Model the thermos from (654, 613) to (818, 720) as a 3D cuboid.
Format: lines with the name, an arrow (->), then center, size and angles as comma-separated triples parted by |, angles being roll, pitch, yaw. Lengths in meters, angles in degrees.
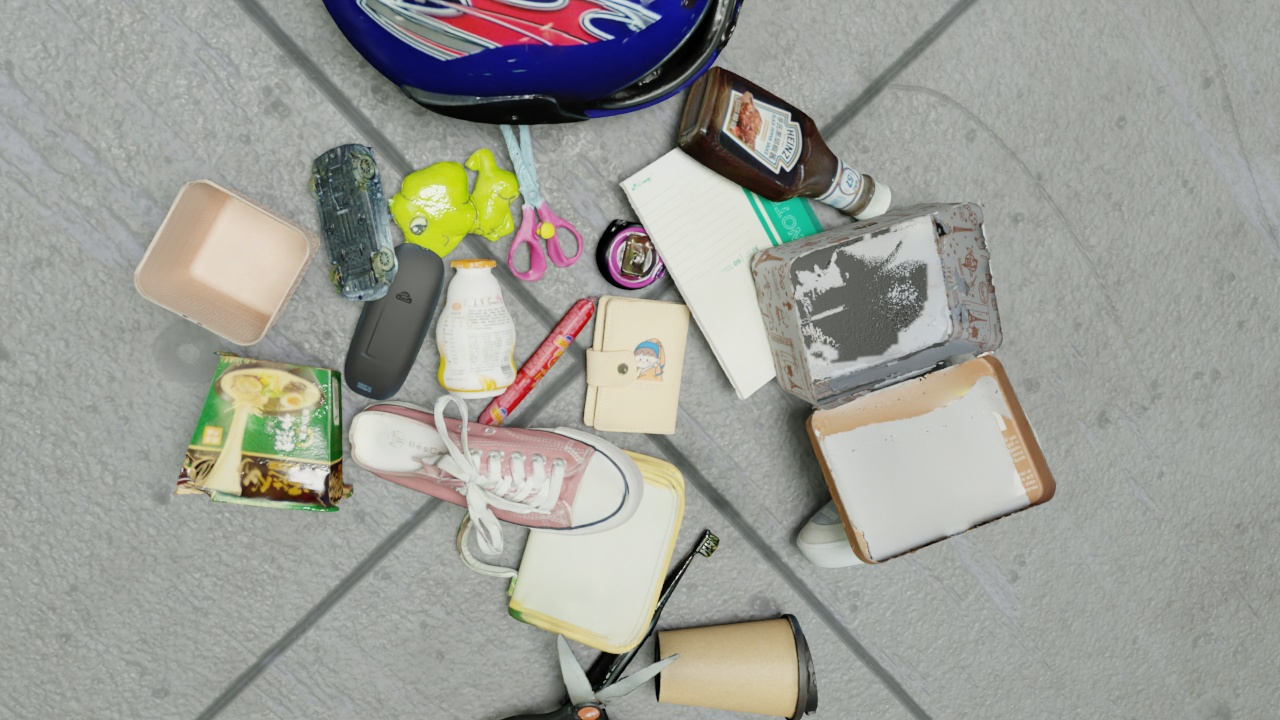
thermos -> 0.086, 0.275, 0.821 | 0.143, 0.093, 0.093 | 1, 99, -4

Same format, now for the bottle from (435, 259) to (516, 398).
bottle -> -0.132, -0.026, 0.732 | 0.063, 0.063, 0.108 | -2, 101, -12

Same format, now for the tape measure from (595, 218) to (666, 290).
tape measure -> -0.007, -0.087, 0.759 | 0.057, 0.039, 0.058 | 10, 97, -14

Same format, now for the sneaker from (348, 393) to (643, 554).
sneaker -> -0.118, 0.087, 0.714 | 0.241, 0.087, 0.118 | 14, 97, 2

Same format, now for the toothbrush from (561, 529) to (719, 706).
toothbrush -> 0.001, 0.239, 0.826 | 0.027, 0.026, 0.212 | 38, 90, -3

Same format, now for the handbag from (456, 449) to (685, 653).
handbag -> -0.062, 0.147, 0.787 | 0.179, 0.063, 0.163 | 17, 96, 1

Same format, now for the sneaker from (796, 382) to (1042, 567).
sneaker -> 0.240, 0.095, 0.818 | 0.242, 0.089, 0.091 | -29, 102, -6

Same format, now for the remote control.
remote control -> -0.196, -0.027, 0.727 | 0.053, 0.024, 0.136 | 22, 106, -13

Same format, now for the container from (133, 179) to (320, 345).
container -> -0.290, -0.074, 0.666 | 0.090, 0.111, 0.090 | 29, 93, -15

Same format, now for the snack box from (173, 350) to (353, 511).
snack box -> -0.275, 0.052, 0.697 | 0.117, 0.118, 0.105 | 9, 88, -13

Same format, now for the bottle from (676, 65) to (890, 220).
bottle -> 0.124, -0.167, 0.759 | 0.194, 0.044, 0.079 | 22, 73, -24

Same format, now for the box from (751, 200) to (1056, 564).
box -> 0.213, 0.016, 0.748 | 0.178, 0.110, 0.259 | -18, 101, -11

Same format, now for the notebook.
notebook -> 0.091, -0.094, 0.775 | 0.150, 0.012, 0.209 | -36, 105, -20

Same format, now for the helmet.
helmet -> -0.060, -0.282, 0.613 | 0.315, 0.240, 0.247 | 4, 100, -13

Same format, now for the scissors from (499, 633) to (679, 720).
scissors -> -0.050, 0.316, 0.794 | 0.235, 0.021, 0.221 | -27, 123, 14

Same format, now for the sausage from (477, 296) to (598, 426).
sausage -> -0.087, 0.005, 0.770 | 0.020, 0.020, 0.156 | 40, 90, -15

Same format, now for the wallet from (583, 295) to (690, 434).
wallet -> -0.005, 0.005, 0.782 | 0.087, 0.024, 0.115 | 4, 100, -17

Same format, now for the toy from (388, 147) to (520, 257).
toy -> -0.148, -0.124, 0.728 | 0.100, 0.031, 0.097 | 11, 99, -18

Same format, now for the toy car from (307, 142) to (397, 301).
toy car -> -0.216, -0.105, 0.701 | 0.054, 0.036, 0.120 | -11, 89, 25

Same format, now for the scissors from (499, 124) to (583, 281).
scissors -> -0.094, -0.126, 0.728 | 0.073, 0.017, 0.137 | -31, 122, -16
